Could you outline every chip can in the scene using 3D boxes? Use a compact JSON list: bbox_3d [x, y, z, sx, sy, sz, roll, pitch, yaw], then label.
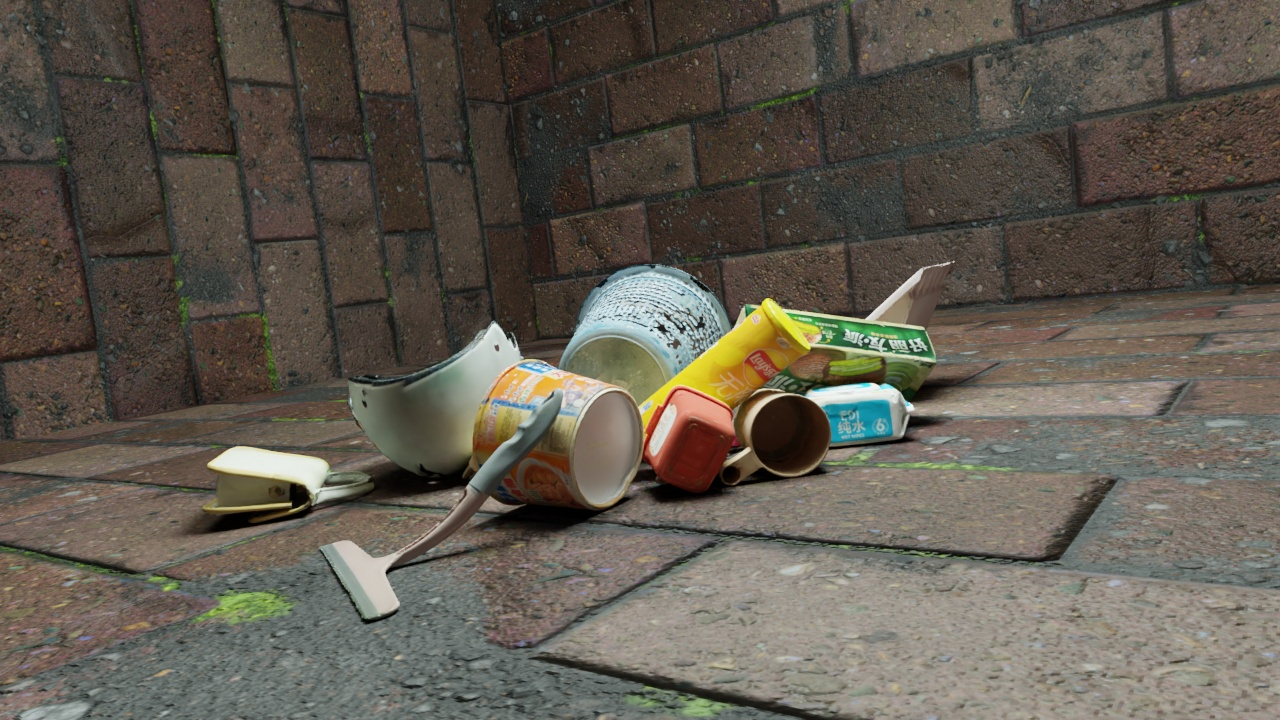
[{"bbox_3d":[0.078,0.027,0.986,0.214,0.072,0.072,-40,-5,17],"label":"chip can"}]

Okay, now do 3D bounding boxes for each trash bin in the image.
[{"bbox_3d":[-0.007,0.007,1.168,0.227,0.227,0.194,-5,15,17],"label":"trash bin"}]

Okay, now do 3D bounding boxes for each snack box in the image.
[{"bbox_3d":[0.048,0.081,0.919,0.082,0.091,0.080,24,11,-10],"label":"snack box"},{"bbox_3d":[0.224,0.003,1.118,0.240,0.063,0.115,7,-42,-12],"label":"snack box"}]

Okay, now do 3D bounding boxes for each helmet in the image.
[{"bbox_3d":[-0.241,0.065,1.162,0.229,0.157,0.274,-22,-1,-14],"label":"helmet"}]

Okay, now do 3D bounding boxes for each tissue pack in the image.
[{"bbox_3d":[0.241,0.061,1.066,0.140,0.063,0.090,-7,3,8],"label":"tissue pack"}]

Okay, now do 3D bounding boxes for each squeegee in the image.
[{"bbox_3d":[-0.152,0.115,0.800,0.249,0.040,0.248,-42,18,-18],"label":"squeegee"}]

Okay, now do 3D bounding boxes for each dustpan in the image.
[{"bbox_3d":[0.329,-0.043,1.342,0.139,0.274,0.222,24,16,25],"label":"dustpan"}]

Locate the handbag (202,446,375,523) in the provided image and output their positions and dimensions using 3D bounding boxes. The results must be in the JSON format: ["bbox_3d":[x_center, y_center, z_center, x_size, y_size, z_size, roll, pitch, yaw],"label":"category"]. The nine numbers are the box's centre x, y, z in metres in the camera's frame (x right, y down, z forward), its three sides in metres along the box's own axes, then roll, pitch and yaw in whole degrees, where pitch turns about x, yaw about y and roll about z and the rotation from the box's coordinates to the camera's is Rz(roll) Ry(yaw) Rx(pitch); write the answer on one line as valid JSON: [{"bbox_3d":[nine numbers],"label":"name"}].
[{"bbox_3d":[-0.407,0.150,1.082,0.178,0.063,0.163,7,2,-12],"label":"handbag"}]

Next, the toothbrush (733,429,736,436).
[{"bbox_3d":[0.103,0.094,1.127,0.029,0.021,0.188,-34,-11,33],"label":"toothbrush"}]

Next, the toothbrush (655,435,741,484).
[{"bbox_3d":[0.068,0.111,1.025,0.017,0.016,0.187,-39,-13,34],"label":"toothbrush"}]

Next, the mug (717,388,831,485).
[{"bbox_3d":[0.129,0.084,0.966,0.124,0.084,0.103,-34,5,-2],"label":"mug"}]

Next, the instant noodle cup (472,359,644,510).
[{"bbox_3d":[-0.074,0.078,0.906,0.112,0.151,0.151,7,13,34],"label":"instant noodle cup"}]

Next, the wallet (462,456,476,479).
[{"bbox_3d":[-0.160,0.107,1.079,0.087,0.024,0.115,-14,-21,-35],"label":"wallet"}]
